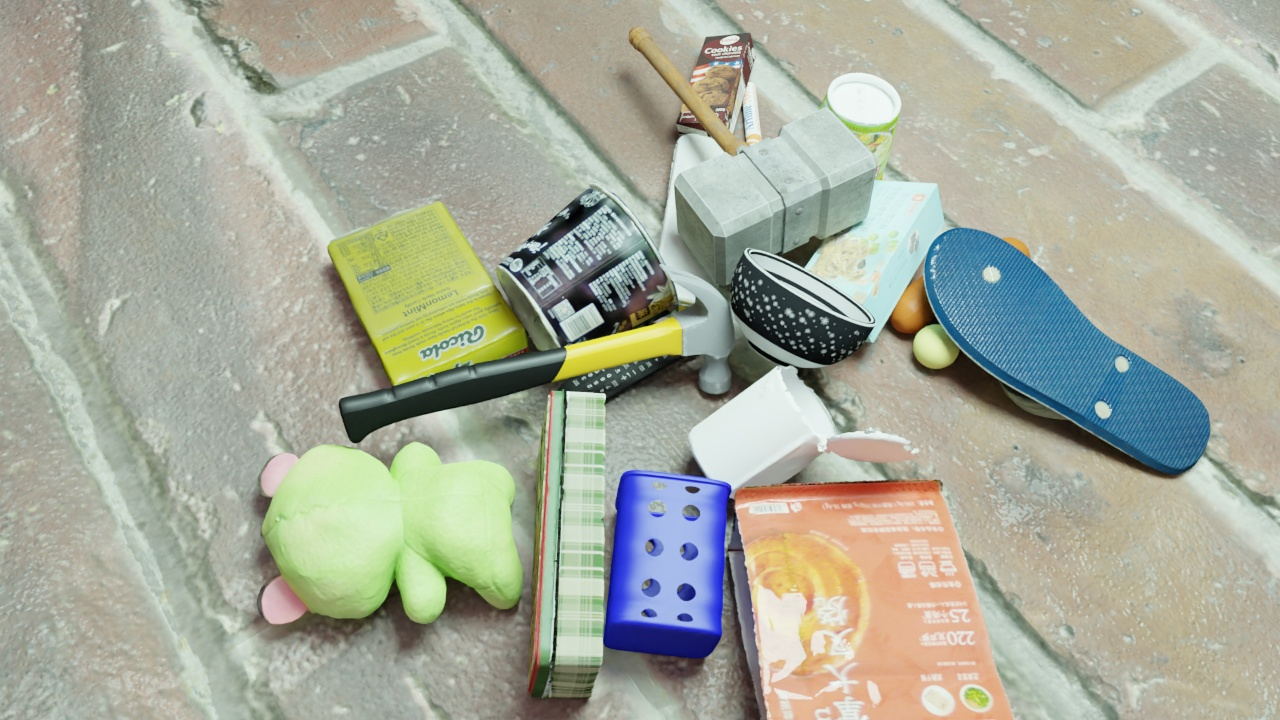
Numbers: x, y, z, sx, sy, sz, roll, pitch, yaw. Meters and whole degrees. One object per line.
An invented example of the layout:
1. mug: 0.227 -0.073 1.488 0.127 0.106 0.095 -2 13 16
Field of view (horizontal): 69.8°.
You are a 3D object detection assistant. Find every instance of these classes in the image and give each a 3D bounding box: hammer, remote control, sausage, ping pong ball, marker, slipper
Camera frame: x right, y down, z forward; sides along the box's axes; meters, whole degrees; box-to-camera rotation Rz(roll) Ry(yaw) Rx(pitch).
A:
1. hammer: -0.073 0.005 0.731 0.323 0.127 0.029 -14 37 -16
2. remote control: -0.005 0.005 0.810 0.146 0.015 0.033 -29 65 -19
3. sausage: 0.299 -0.074 0.864 0.164 0.039 0.044 -28 83 -19
4. ping pong ball: 0.266 -0.013 0.824 0.040 0.040 0.040 2 58 -3
5. hammer: 0.066 -0.230 0.879 0.162 0.083 0.317 -26 58 -10
6. marker: 0.119 -0.237 0.965 0.017 0.017 0.145 1 58 -3
7. slipper: 0.365 0.000 0.816 0.295 0.060 0.118 36 68 3

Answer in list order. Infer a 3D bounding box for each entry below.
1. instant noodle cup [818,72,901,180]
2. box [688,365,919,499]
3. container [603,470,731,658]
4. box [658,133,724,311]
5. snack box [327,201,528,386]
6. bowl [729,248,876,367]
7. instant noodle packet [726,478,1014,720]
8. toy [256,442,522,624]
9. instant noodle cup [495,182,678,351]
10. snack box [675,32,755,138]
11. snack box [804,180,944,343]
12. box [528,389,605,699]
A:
1. instant noodle cup: 0.207 -0.218 0.907 0.099 0.108 0.098 2 59 -3
2. box: 0.121 0.064 0.703 0.156 0.084 0.125 -41 44 21
3. container: 0.019 0.153 0.681 0.085 0.085 0.113 7 59 -1
4. box: 0.053 -0.136 0.888 0.064 0.037 0.209 10 58 0
5. snack box: -0.194 -0.057 0.820 0.121 0.045 0.181 -26 61 -16
6. bowl: 0.122 -0.033 0.746 0.120 0.066 0.120 25 19 -10
7. instant noodle packet: 0.157 0.191 0.630 0.164 0.084 0.220 -1 40 -5
8. toy: -0.187 0.122 0.679 0.196 0.107 0.150 0 59 -14
9. instant noodle cup: -0.052 -0.066 0.787 0.112 0.137 0.137 -35 66 -13
10. snack box: 0.082 -0.289 0.977 0.051 0.032 0.140 3 56 23
11. snack box: 0.212 -0.096 0.850 0.075 0.053 0.174 14 55 38
12. box: -0.053 0.132 0.671 0.051 0.118 0.205 2 60 -5
